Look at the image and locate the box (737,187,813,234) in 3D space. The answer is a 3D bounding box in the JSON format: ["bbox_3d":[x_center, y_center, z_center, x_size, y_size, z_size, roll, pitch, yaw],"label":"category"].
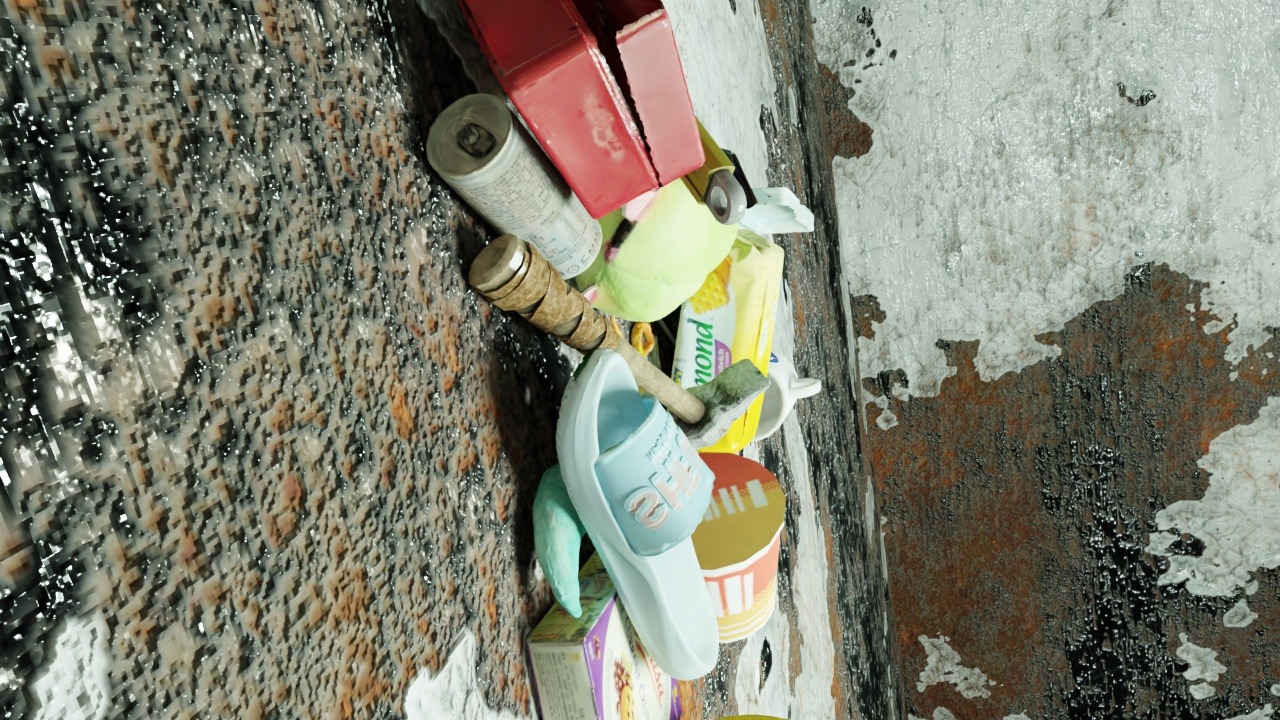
[{"bbox_3d":[0.104,-0.147,0.954,0.196,0.135,0.041,1,85,-71],"label":"box"}]

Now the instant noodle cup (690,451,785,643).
[{"bbox_3d":[0.064,0.164,0.777,0.123,0.123,0.121,-74,159,-48],"label":"instant noodle cup"}]

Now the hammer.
[{"bbox_3d":[-0.011,-0.002,0.651,0.049,0.121,0.318,51,8,36],"label":"hammer"}]

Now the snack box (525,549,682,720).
[{"bbox_3d":[-0.019,0.217,0.621,0.147,0.041,0.143,-40,122,-68],"label":"snack box"}]

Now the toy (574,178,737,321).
[{"bbox_3d":[0.017,-0.095,0.700,0.150,0.107,0.196,-59,-176,32],"label":"toy"}]

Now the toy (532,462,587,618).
[{"bbox_3d":[-0.043,0.108,0.592,0.085,0.033,0.105,69,21,-9],"label":"toy"}]

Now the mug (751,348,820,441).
[{"bbox_3d":[0.139,0.035,1.021,0.090,0.121,0.091,-30,113,-70],"label":"mug"}]

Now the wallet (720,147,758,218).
[{"bbox_3d":[0.041,-0.165,0.823,0.026,0.115,0.089,-64,151,-11],"label":"wallet"}]

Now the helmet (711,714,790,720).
[{"bbox_3d":[0.052,0.353,0.630,0.239,0.140,0.210,-47,152,-53],"label":"helmet"}]

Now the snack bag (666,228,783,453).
[{"bbox_3d":[0.083,-0.011,0.878,0.159,0.068,0.247,-18,117,-72],"label":"snack bag"}]

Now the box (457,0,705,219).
[{"bbox_3d":[-0.041,-0.178,0.534,0.157,0.092,0.129,59,2,35],"label":"box"}]

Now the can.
[{"bbox_3d":[-0.070,-0.099,0.552,0.135,0.054,0.054,46,42,-61],"label":"can"}]

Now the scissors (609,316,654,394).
[{"bbox_3d":[-0.004,0.012,0.779,0.125,0.011,0.128,-51,132,-66],"label":"scissors"}]

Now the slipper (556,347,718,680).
[{"bbox_3d":[0.016,0.100,0.598,0.103,0.074,0.245,-64,137,-63],"label":"slipper"}]

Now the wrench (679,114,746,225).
[{"bbox_3d":[0.000,-0.184,0.621,0.273,0.018,0.084,61,-27,31],"label":"wrench"}]

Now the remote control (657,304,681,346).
[{"bbox_3d":[0.037,-0.036,0.919,0.147,0.008,0.045,53,35,-56],"label":"remote control"}]
